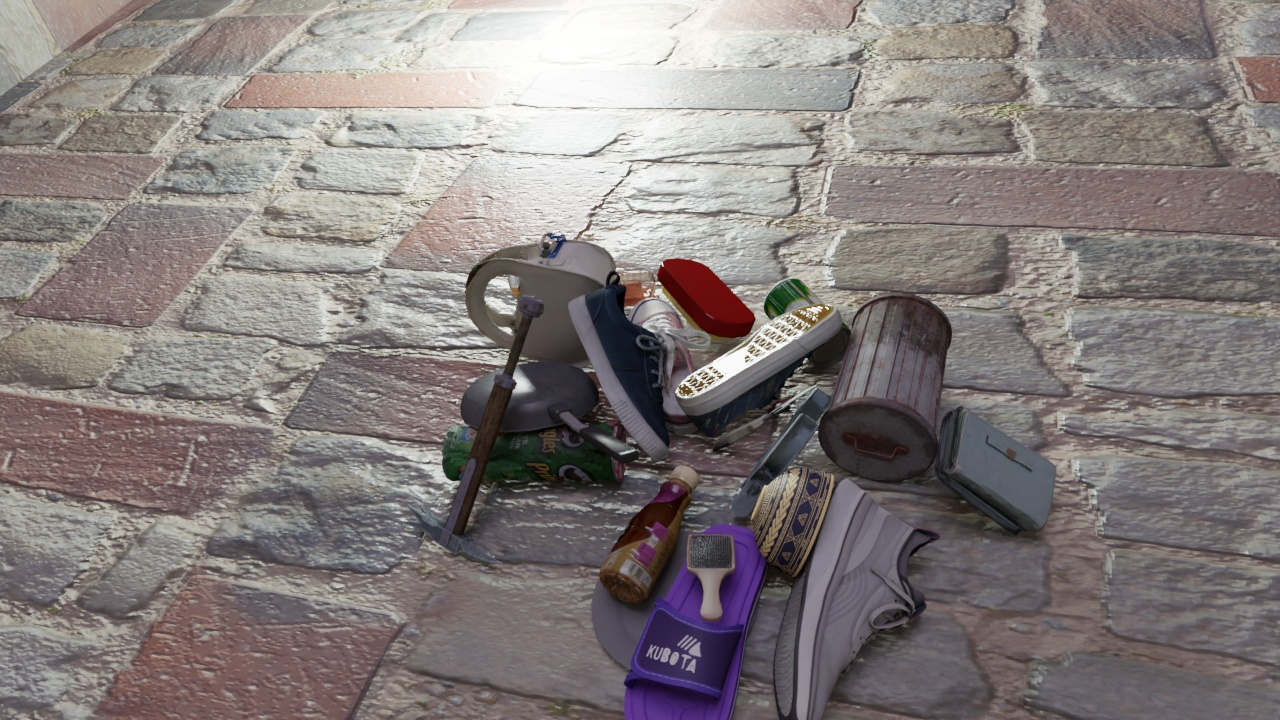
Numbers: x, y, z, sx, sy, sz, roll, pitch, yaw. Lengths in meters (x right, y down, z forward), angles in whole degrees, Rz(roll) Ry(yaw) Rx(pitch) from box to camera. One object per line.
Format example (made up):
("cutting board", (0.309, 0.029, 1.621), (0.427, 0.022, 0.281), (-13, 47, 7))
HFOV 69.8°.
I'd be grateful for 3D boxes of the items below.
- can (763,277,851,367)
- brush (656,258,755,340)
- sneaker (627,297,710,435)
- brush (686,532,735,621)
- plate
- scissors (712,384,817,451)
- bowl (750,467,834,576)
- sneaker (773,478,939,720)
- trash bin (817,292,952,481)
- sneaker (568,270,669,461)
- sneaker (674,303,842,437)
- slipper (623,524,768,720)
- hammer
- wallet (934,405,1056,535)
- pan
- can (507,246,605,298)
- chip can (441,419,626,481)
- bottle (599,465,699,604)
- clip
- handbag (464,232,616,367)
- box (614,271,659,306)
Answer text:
("can", (0.222, -0.052, 1.223), (0.067, 0.067, 0.121), (-24, 46, -12))
("brush", (0.087, -0.082, 1.285), (0.082, 0.042, 0.173), (-2, 36, -32))
("sneaker", (0.029, -0.012, 1.211), (0.118, 0.088, 0.240), (-15, 45, -3))
("brush", (0.070, 0.211, 0.917), (0.050, 0.015, 0.135), (-1, 24, 5))
("plate", (0.036, 0.261, 0.988), (0.178, 0.012, 0.178), (-6, 44, 6))
("scissors", (0.148, 0.066, 1.074), (0.180, 0.015, 0.193), (-35, -6, 24))
("bowl", (0.150, 0.159, 0.948), (0.061, 0.113, 0.112), (22, 51, 7))
("sneaker", (0.213, 0.252, 0.909), (0.129, 0.097, 0.262), (21, 59, 7))
("trash bin", (0.291, 0.034, 1.077), (0.131, 0.131, 0.210), (8, 46, 20))
("sneaker", (-0.007, 0.007, 1.123), (0.087, 0.089, 0.235), (-27, 82, 6))
("sneaker", (0.156, 0.014, 1.124), (0.235, 0.079, 0.087), (-32, 25, -12))
("slipper", (0.056, 0.263, 0.910), (0.107, 0.084, 0.265), (10, 48, 22))
("hammer", (-0.170, 0.076, 1.063), (0.147, 0.028, 0.317), (24, 99, 29))
("wallet", (0.379, 0.117, 0.984), (0.131, 0.054, 0.100), (31, 48, -9))
("pan", (-0.099, 0.058, 1.099), (0.178, 0.041, 0.358), (-14, 19, -27))
("can", (-0.123, -0.133, 1.372), (0.142, 0.079, 0.078), (-2, 45, 11))
("chip can", (-0.132, 0.113, 1.131), (0.223, 0.075, 0.075), (-2, 45, 11))
("bottle", (0.017, 0.186, 1.013), (0.060, 0.060, 0.165), (15, 51, 25))
("clip", (0.165, 0.094, 1.037), (0.029, 0.172, 0.141), (37, 40, 7))
("handbag", (-0.135, -0.086, 1.238), (0.199, 0.201, 0.092), (11, 48, -7))
("box", (-0.065, -0.090, 1.323), (0.187, 0.083, 0.043), (-4, 51, 6))
